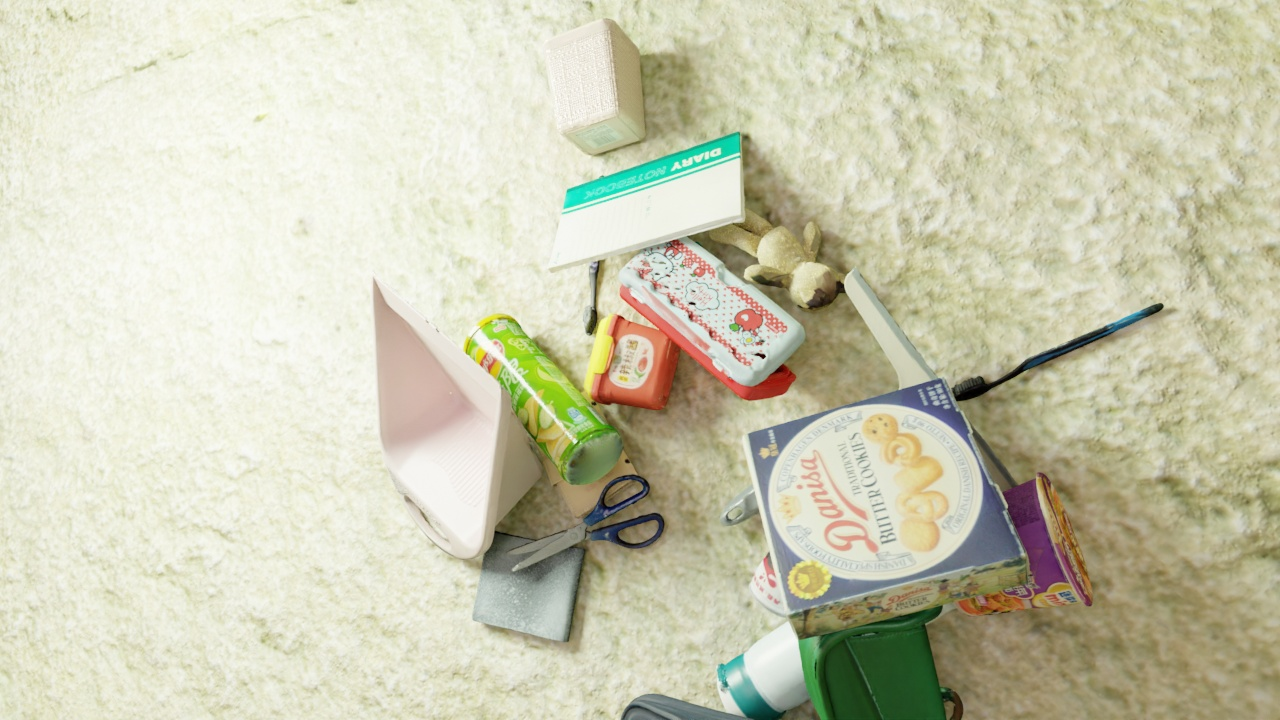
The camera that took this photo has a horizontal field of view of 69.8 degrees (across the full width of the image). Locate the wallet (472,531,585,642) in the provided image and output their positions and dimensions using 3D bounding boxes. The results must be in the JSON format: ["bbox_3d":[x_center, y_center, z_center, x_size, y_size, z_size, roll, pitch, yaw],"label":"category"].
[{"bbox_3d":[-0.119,0.237,0.968,0.121,0.019,0.097,5,78,26],"label":"wallet"}]

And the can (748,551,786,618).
[{"bbox_3d":[0.153,0.167,0.828,0.053,0.053,0.133,39,109,26],"label":"can"}]

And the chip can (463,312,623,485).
[{"bbox_3d":[-0.104,0.039,0.954,0.072,0.072,0.221,-50,54,6],"label":"chip can"}]

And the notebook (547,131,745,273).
[{"bbox_3d":[0.008,-0.166,0.962,0.209,0.012,0.150,-14,42,19],"label":"notebook"}]

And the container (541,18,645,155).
[{"bbox_3d":[-0.048,-0.298,1.018,0.090,0.090,0.111,-12,76,21],"label":"container"}]

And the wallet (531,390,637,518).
[{"bbox_3d":[-0.063,0.101,0.971,0.087,0.024,0.115,-35,67,8],"label":"wallet"}]

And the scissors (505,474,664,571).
[{"bbox_3d":[-0.062,0.165,0.936,0.173,0.012,0.128,5,94,8],"label":"scissors"}]

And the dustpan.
[{"bbox_3d":[-0.214,0.082,0.939,0.138,0.274,0.222,-43,55,-16],"label":"dustpan"}]

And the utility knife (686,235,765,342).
[{"bbox_3d":[0.087,-0.073,0.949,0.029,0.013,0.161,-39,63,8],"label":"utility knife"}]

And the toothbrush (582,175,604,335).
[{"bbox_3d":[-0.051,-0.119,1.019,0.014,0.016,0.188,-2,76,23],"label":"toothbrush"}]

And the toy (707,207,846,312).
[{"bbox_3d":[0.133,-0.102,0.913,0.105,0.066,0.157,-29,55,-31],"label":"toy"}]

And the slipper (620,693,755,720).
[{"bbox_3d":[0.049,0.355,0.773,0.269,0.083,0.110,-3,82,52],"label":"slipper"}]

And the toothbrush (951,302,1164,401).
[{"bbox_3d":[0.365,-0.008,0.810,0.190,0.014,0.016,-27,45,16],"label":"toothbrush"}]

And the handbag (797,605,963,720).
[{"bbox_3d":[0.195,0.253,0.745,0.120,0.068,0.131,-15,102,1],"label":"handbag"}]

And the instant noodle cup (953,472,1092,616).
[{"bbox_3d":[0.301,0.159,0.753,0.099,0.111,0.111,-25,69,26],"label":"instant noodle cup"}]

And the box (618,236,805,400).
[{"bbox_3d":[0.068,-0.052,0.886,0.201,0.094,0.092,42,121,32],"label":"box"}]

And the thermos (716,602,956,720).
[{"bbox_3d":[0.168,0.249,0.812,0.224,0.073,0.073,-38,66,13],"label":"thermos"}]

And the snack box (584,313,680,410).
[{"bbox_3d":[-0.006,0.005,0.939,0.080,0.082,0.091,13,84,12],"label":"snack box"}]

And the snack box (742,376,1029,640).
[{"bbox_3d":[0.189,0.115,0.740,0.183,0.046,0.177,-17,45,9],"label":"snack box"}]

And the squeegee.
[{"bbox_3d":[0.176,0.085,0.860,0.247,0.039,0.246,-38,83,19],"label":"squeegee"}]
